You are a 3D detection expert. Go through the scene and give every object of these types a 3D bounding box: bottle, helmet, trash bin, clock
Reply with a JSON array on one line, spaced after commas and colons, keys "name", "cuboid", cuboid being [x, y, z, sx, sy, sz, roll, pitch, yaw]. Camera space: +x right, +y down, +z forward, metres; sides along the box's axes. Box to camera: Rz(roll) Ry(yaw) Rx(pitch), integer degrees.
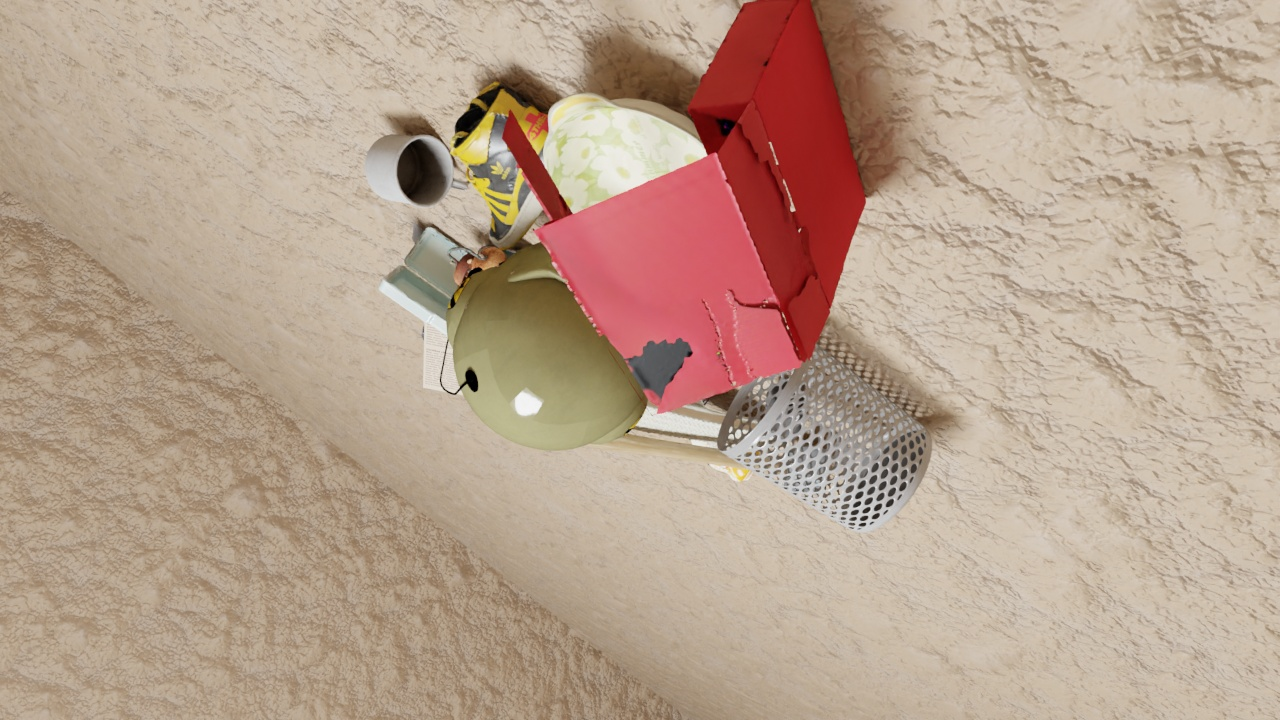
[{"name": "bottle", "cuboid": [0.115, 0.122, 1.286, 0.109, 0.063, 0.063, 31, 155, 4]}, {"name": "helmet", "cuboid": [-0.081, -0.025, 1.002, 0.250, 0.255, 0.233, 37, 158, -10]}, {"name": "trash bin", "cuboid": [0.204, 0.083, 1.010, 0.183, 0.156, 0.157, 34, 155, -7]}, {"name": "bottle", "cuboid": [0.178, 0.069, 1.136, 0.047, 0.046, 0.112, 23, 154, 22]}, {"name": "clock", "cuboid": [-0.181, -0.110, 1.206, 0.157, 0.073, 0.121, 35, 158, -31]}]

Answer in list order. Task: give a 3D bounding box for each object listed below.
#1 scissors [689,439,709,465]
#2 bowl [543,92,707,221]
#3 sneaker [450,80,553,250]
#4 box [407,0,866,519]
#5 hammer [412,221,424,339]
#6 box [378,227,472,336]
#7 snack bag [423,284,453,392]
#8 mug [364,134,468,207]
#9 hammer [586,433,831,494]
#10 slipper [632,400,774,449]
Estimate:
[{"name": "scissors", "cuboid": [0.064, 0.104, 1.375, 0.170, 0.012, 0.158, 24, 154, 19]}, {"name": "bowl", "cuboid": [0.006, -0.177, 0.861, 0.189, 0.060, 0.219, -7, 135, 40]}, {"name": "sneaker", "cuboid": [-0.152, -0.204, 0.986, 0.122, 0.085, 0.239, 33, 152, -14]}, {"name": "box", "cuboid": [0.048, -0.067, 0.662, 0.124, 0.377, 0.211, 26, 157, 42]}, {"name": "hammer", "cuboid": [-0.305, -0.102, 1.416, 0.156, 0.043, 0.323, 24, 151, 19]}, {"name": "box", "cuboid": [-0.247, -0.084, 1.268, 0.197, 0.122, 0.078, 35, 172, -7]}, {"name": "snack bag", "cuboid": [-0.265, -0.050, 1.360, 0.094, 0.069, 0.207, 11, 128, -2]}, {"name": "mug", "cuboid": [-0.268, -0.226, 1.109, 0.071, 0.084, 0.113, 15, -178, 39]}, {"name": "hammer", "cuboid": [0.087, 0.125, 1.209, 0.323, 0.051, 0.117, 8, 165, 11]}, {"name": "slipper", "cuboid": [0.054, 0.068, 1.217, 0.263, 0.052, 0.115, 12, 159, -2]}]
